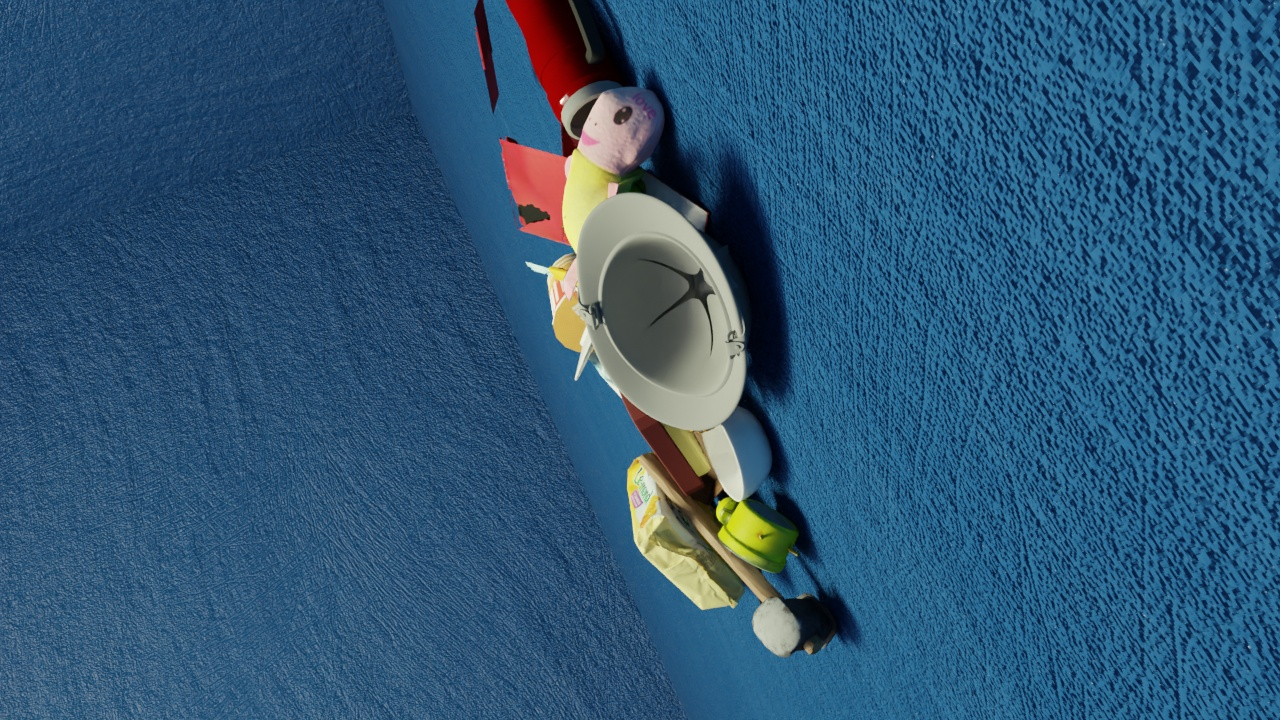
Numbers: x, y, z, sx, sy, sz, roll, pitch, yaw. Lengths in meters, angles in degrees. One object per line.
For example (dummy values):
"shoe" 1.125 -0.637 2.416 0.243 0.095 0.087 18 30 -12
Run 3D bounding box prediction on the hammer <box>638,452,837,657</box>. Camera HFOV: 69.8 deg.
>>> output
"hammer" 0.099 0.220 1.097 0.098 0.052 0.328 14 -155 -51

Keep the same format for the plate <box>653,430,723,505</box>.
"plate" 0.066 0.117 1.158 0.131 0.025 0.131 31 135 37

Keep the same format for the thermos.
"thermos" -0.079 -0.352 1.011 0.198 0.083 0.108 65 151 20

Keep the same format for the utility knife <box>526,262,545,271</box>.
"utility knife" -0.110 -0.122 1.312 0.225 0.019 0.030 17 147 51

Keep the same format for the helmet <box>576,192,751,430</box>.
"helmet" 0.043 -0.066 0.912 0.184 0.117 0.271 13 132 29

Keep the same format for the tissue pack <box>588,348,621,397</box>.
"tissue pack" -0.007 0.007 1.188 0.112 0.070 0.181 49 -168 -7

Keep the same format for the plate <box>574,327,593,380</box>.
"plate" -0.044 -0.073 1.151 0.015 0.208 0.209 24 166 -2

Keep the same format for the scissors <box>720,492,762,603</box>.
"scissors" 0.160 0.283 1.263 0.202 0.015 0.204 -151 40 -74

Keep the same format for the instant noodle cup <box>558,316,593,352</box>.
"instant noodle cup" -0.087 -0.098 1.429 0.121 0.123 0.123 -114 9 -49

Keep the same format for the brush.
"brush" 0.032 0.081 1.056 0.173 0.042 0.082 56 -174 -41

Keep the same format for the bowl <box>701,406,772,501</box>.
"bowl" 0.113 0.097 1.036 0.115 0.050 0.114 160 90 -78

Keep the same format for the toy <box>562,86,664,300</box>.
"toy" -0.037 -0.168 0.962 0.190 0.087 0.238 -127 47 -64

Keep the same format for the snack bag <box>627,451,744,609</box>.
"snack bag" 0.052 0.226 1.231 0.159 0.068 0.247 43 -171 -14

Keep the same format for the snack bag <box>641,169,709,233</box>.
"snack bag" 0.031 -0.127 0.999 0.131 0.039 0.144 42 149 38

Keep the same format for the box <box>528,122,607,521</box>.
"box" -0.069 -0.063 1.135 0.214 0.171 0.477 95 -172 -68

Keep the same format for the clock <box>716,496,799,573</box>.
"clock" 0.130 0.194 1.051 0.083 0.057 0.119 24 -172 -22

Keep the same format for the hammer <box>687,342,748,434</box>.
"hammer" 0.045 -0.018 1.098 0.320 0.036 0.123 -127 53 -63
